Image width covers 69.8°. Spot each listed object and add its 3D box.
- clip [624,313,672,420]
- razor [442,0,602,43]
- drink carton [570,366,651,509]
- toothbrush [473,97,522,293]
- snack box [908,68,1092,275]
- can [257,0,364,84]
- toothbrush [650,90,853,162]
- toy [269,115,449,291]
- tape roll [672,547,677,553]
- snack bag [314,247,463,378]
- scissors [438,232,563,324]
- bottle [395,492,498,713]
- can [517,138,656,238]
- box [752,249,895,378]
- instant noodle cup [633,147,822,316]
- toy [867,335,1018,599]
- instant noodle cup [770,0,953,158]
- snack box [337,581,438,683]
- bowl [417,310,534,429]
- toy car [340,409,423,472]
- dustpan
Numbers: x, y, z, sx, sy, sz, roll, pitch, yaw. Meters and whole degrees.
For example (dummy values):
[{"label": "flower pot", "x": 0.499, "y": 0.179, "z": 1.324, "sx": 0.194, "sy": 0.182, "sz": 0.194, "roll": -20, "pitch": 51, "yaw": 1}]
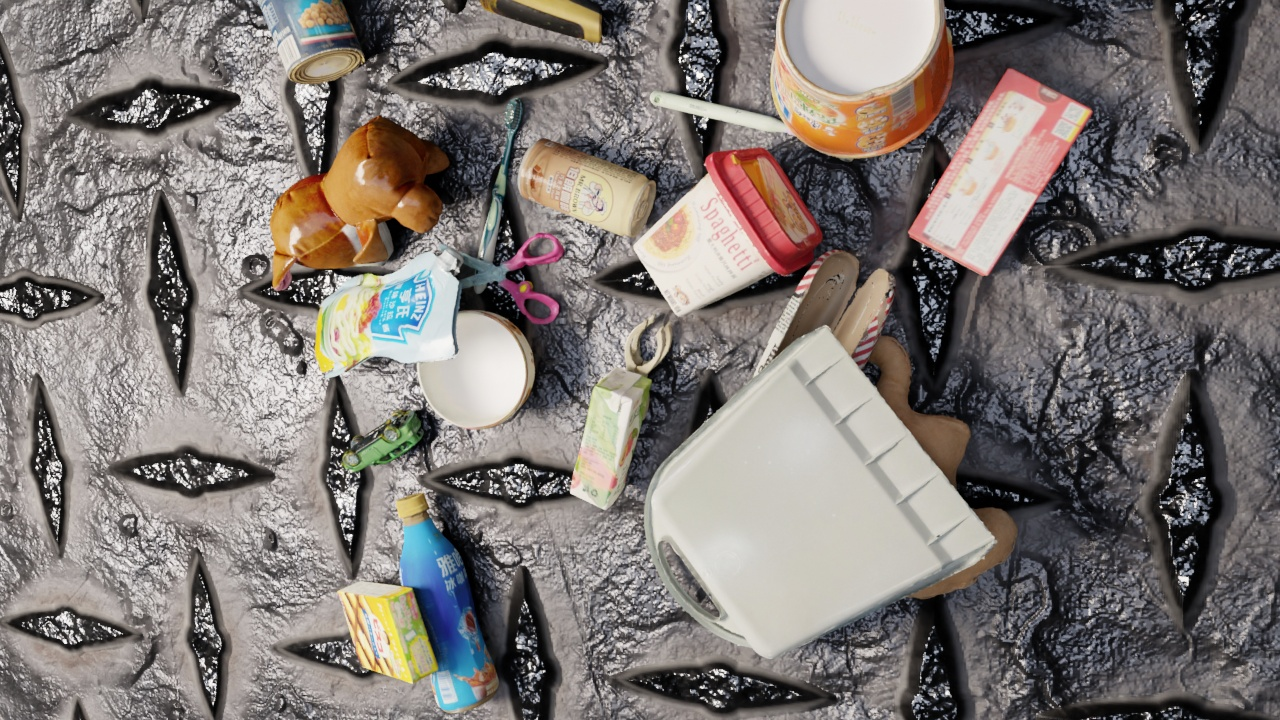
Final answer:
[{"label": "clip", "x": -0.001, "y": 0.006, "z": 0.858, "sx": 0.072, "sy": 0.034, "sz": 0.100, "roll": 28, "pitch": 109, "yaw": 9}, {"label": "razor", "x": -0.109, "y": -0.327, "z": 0.833, "sx": 0.167, "sy": 0.062, "sz": 0.067, "roll": 22, "pitch": 71, "yaw": 6}, {"label": "drink carton", "x": -0.029, "y": 0.070, "z": 0.847, "sx": 0.045, "sy": 0.053, "sz": 0.123, "roll": 21, "pitch": 119, "yaw": 15}, {"label": "toothbrush", "x": -0.139, "y": -0.157, "z": 0.881, "sx": 0.016, "sy": 0.018, "sz": 0.192, "roll": 16, "pitch": 101, "yaw": 13}, {"label": "snack box", "x": 0.294, "y": -0.153, "z": 0.756, "sx": 0.075, "sy": 0.025, "sz": 0.153, "roll": 31, "pitch": 104, "yaw": 11}, {"label": "can", "x": -0.320, "y": -0.330, "z": 0.879, "sx": 0.075, "sy": 0.075, "sz": 0.111, "roll": -21, "pitch": 92, "yaw": 17}, {"label": "toothbrush", "x": 0.097, "y": -0.211, "z": 0.806, "sx": 0.190, "sy": 0.020, "sz": 0.029, "roll": 18, "pitch": 123, "yaw": 13}, {"label": "toy", "x": -0.274, "y": -0.144, "z": 0.880, "sx": 0.200, "sy": 0.140, "sz": 0.130, "roll": -24, "pitch": 132, "yaw": 19}, {"label": "tape roll", "x": 0.065, "y": 0.155, "z": 0.869, "sx": 0.086, "sy": 0.013, "sz": 0.086, "roll": 2, "pitch": 98, "yaw": 15}, {"label": "snack bag", "x": -0.239, "y": -0.043, "z": 0.879, "sx": 0.191, "sy": 0.039, "sz": 0.110, "roll": -10, "pitch": 61, "yaw": 35}, {"label": "scissors", "x": -0.132, "y": -0.090, "z": 0.882, "sx": 0.134, "sy": 0.017, "sz": 0.113, "roll": 26, "pitch": 103, "yaw": 1}, {"label": "bottle", "x": -0.203, "y": 0.242, "z": 0.930, "sx": 0.065, "sy": 0.065, "sz": 0.218, "roll": -15, "pitch": 92, "yaw": 17}, {"label": "can", "x": -0.049, "y": -0.157, "z": 0.835, "sx": 0.116, "sy": 0.058, "sz": 0.058, "roll": 23, "pitch": 103, "yaw": 12}, {"label": "box", "x": 0.148, "y": -0.016, "z": 0.792, "sx": 0.088, "sy": 0.076, "sz": 0.163, "roll": 22, "pitch": 105, "yaw": -6}, {"label": "instant noodle cup", "x": 0.072, "y": -0.105, "z": 0.786, "sx": 0.124, "sy": 0.116, "sz": 0.116, "roll": -34, "pitch": 88, "yaw": 28}, {"label": "toy", "x": 0.218, "y": 0.094, "z": 0.788, "sx": 0.144, "sy": 0.082, "sz": 0.226, "roll": -26, "pitch": 86, "yaw": 17}, {"label": "instant noodle cup", "x": 0.172, "y": -0.246, "z": 0.721, "sx": 0.151, "sy": 0.111, "sz": 0.151, "roll": 0, "pitch": 88, "yaw": 14}, {"label": "snack box", "x": -0.258, "y": 0.272, "z": 0.930, "sx": 0.141, "sy": 0.033, "sz": 0.087, "roll": -13, "pitch": 95, "yaw": 50}, {"label": "bowl", "x": -0.150, "y": 0.006, "z": 0.884, "sx": 0.113, "sy": 0.062, "sz": 0.113, "roll": 2, "pitch": 97, "yaw": 16}, {"label": "toy car", "x": -0.263, "y": 0.084, "z": 0.935, "sx": 0.091, "sy": 0.043, "sz": 0.036, "roll": -28, "pitch": 112, "yaw": 10}, {"label": "dustpan", "x": 0.120, "y": 0.138, "z": 0.800, "sx": 0.258, "sy": 0.142, "sz": 0.222, "roll": -37, "pitch": 82, "yaw": 5}]
